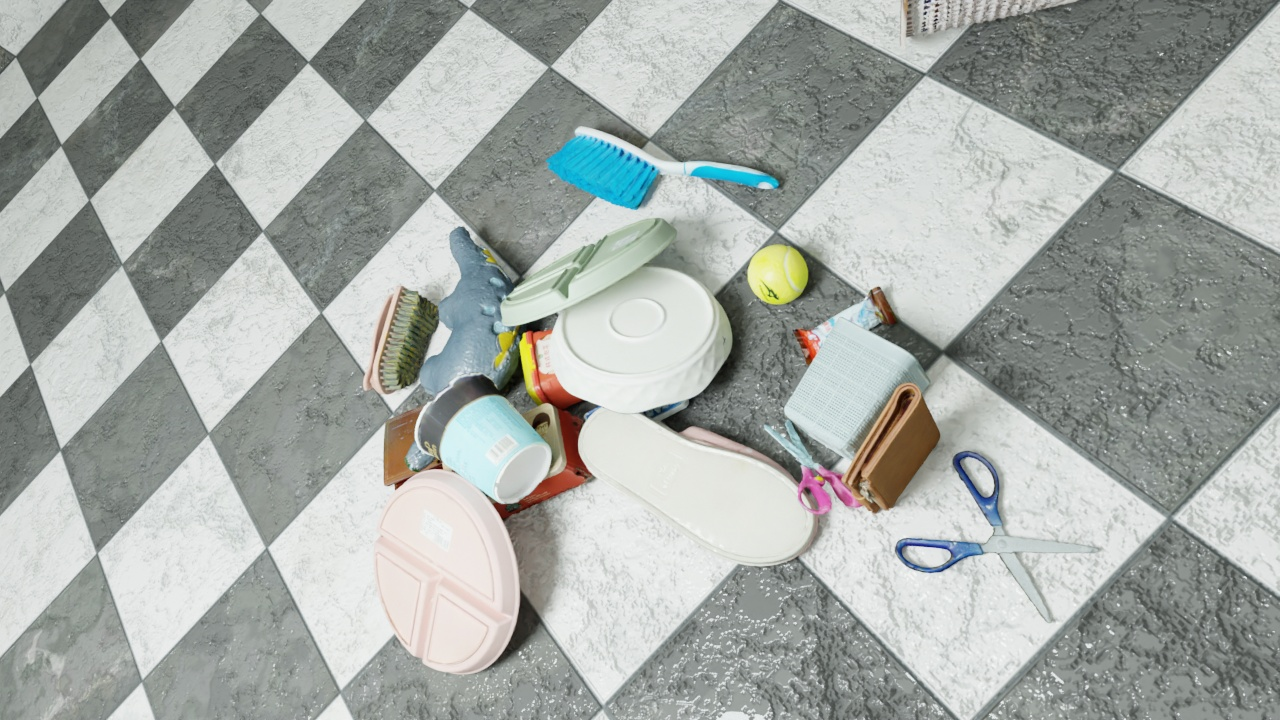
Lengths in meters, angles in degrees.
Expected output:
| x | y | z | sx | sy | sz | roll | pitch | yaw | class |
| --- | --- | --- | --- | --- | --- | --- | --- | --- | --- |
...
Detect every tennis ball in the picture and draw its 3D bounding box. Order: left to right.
| x | y | z | sx | sy | sz | roll | pitch | yaw | class |
| --- | --- | --- | --- | --- | --- | --- | --- | --- | --- |
| 0.151 | -0.094 | 1.008 | 0.066 | 0.065 | 0.065 | -12 | 63 | 23 | tennis ball |

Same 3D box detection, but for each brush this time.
| x | y | z | sx | sy | sz | roll | pitch | yaw | class |
| --- | --- | --- | --- | --- | --- | --- | --- | --- | --- |
| -0.327 | -0.023 | 1.232 | 0.073 | 0.063 | 0.145 | 5 | 72 | 25 | brush |
| 0.019 | -0.234 | 1.155 | 0.315 | 0.060 | 0.109 | 30 | 80 | 32 | brush |

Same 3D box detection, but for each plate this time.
| x | y | z | sx | sy | sz | roll | pitch | yaw | class |
| --- | --- | --- | --- | --- | --- | --- | --- | --- | --- |
| -0.224 | 0.236 | 1.017 | 0.230 | 0.028 | 0.229 | 2 | 94 | 38 | plate |
| -0.064 | -0.107 | 1.063 | 0.230 | 0.027 | 0.230 | -27 | 16 | 8 | plate |
| -0.002 | -0.033 | 1.024 | 0.205 | 0.046 | 0.204 | -5 | 49 | 6 | plate |

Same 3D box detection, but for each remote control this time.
| x | y | z | sx | sy | sz | roll | pitch | yaw | class |
| --- | --- | --- | --- | --- | --- | --- | --- | --- | --- |
| -0.005 | 0.058 | 1.045 | 0.125 | 0.024 | 0.049 | -28 | 57 | 13 | remote control |

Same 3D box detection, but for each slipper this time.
| x | y | z | sx | sy | sz | roll | pitch | yaw | class |
| --- | --- | --- | --- | --- | --- | --- | --- | --- | --- |
| 0.056 | 0.127 | 0.960 | 0.274 | 0.054 | 0.114 | 23 | 83 | 24 | slipper |

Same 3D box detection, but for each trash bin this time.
| x | y | z | sx | sy | sz | roll | pitch | yaw | class |
| --- | --- | --- | --- | --- | --- | --- | --- | --- | --- |
| 0.379 | -0.458 | 0.982 | 0.192 | 0.227 | 0.227 | 2 | 68 | 15 | trash bin |

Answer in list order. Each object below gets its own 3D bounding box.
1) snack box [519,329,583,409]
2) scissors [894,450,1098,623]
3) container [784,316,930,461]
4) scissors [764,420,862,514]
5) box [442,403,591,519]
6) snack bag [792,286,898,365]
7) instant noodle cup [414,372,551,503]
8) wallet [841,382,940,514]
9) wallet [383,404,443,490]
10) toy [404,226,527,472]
| x | y | z | sx | sy | sz | roll | pitch | yaw | class |
| --- | --- | --- | --- | --- | --- | --- | --- | --- | --- |
| -0.093 | 0.007 | 1.084 | 0.080 | 0.082 | 0.091 | -18 | 58 | 8 | snack box |
| 0.317 | 0.159 | 0.834 | 0.176 | 0.012 | 0.162 | -11 | 62 | 23 | scissors |
| 0.210 | 0.034 | 0.904 | 0.090 | 0.090 | 0.111 | 34 | 88 | 36 | container |
| 0.177 | 0.103 | 0.922 | 0.093 | 0.017 | 0.137 | 1 | 38 | -14 | scissors |
| -0.140 | 0.123 | 1.064 | 0.169 | 0.076 | 0.091 | -26 | 59 | 23 | box |
| 0.215 | -0.036 | 0.970 | 0.104 | 0.026 | 0.048 | -28 | 69 | 15 | snack bag |
| -0.161 | 0.090 | 0.985 | 0.120 | 0.111 | 0.111 | 36 | 87 | 29 | instant noodle cup |
| 0.232 | 0.086 | 0.840 | 0.031 | 0.131 | 0.108 | 32 | 86 | 33 | wallet |
| -0.271 | 0.099 | 1.165 | 0.125 | 0.032 | 0.101 | -22 | 56 | 16 | wallet |
| -0.210 | -0.025 | 1.144 | 0.138 | 0.091 | 0.355 | -2 | 60 | 15 | toy |
